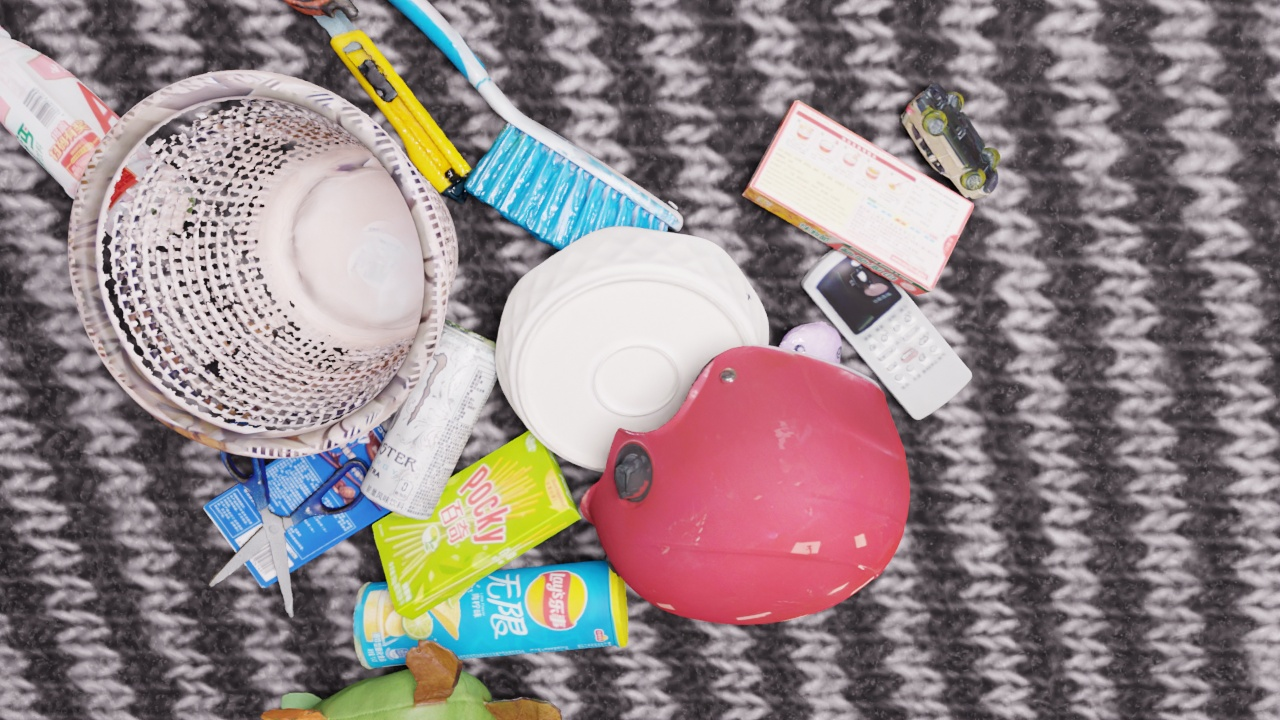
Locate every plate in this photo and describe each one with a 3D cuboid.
[{"bbox_3d":[-0.004,0.004,0.673,0.205,0.045,0.205,-2,122,-3],"label":"plate"}]

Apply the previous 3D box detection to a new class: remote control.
[{"bbox_3d":[0.191,-0.024,0.712,0.058,0.021,0.150,-41,98,8],"label":"remote control"}]

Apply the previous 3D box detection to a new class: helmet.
[{"bbox_3d":[0.079,0.114,0.641,0.241,0.143,0.206,-40,139,25],"label":"helmet"}]

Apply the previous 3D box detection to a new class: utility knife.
[{"bbox_3d":[-0.198,-0.209,0.687,0.033,0.015,0.219,-37,98,6],"label":"utility knife"}]

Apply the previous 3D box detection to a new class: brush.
[{"bbox_3d":[-0.102,-0.170,0.678,0.314,0.060,0.109,32,95,-2],"label":"brush"}]

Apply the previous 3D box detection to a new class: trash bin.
[{"bbox_3d":[-0.218,-0.068,0.622,0.227,0.192,0.227,1,101,4],"label":"trash bin"}]

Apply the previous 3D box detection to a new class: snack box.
[{"bbox_3d":[0.162,-0.119,0.680,0.156,0.027,0.077,29,81,-4],"label":"snack box"},{"bbox_3d":[-0.130,0.126,0.716,0.156,0.085,0.026,-31,142,3],"label":"snack box"},{"bbox_3d":[-0.265,0.110,0.747,0.157,0.026,0.084,-31,99,7],"label":"snack box"}]

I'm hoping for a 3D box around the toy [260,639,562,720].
[{"bbox_3d":[-0.189,0.293,0.726,0.247,0.089,0.227,-29,134,31],"label":"toy"}]

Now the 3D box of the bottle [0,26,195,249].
[{"bbox_3d":[-0.424,-0.171,0.677,0.197,0.068,0.068,44,99,-3],"label":"bottle"}]

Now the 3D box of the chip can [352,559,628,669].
[{"bbox_3d":[-0.117,0.203,0.740,0.210,0.071,0.071,-6,101,3],"label":"chip can"}]

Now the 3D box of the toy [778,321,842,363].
[{"bbox_3d":[0.121,0.021,0.710,0.083,0.039,0.108,8,105,-34],"label":"toy"}]

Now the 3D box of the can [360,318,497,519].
[{"bbox_3d":[-0.157,0.045,0.702,0.058,0.058,0.146,25,88,-4],"label":"can"}]

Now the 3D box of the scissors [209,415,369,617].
[{"bbox_3d":[-0.286,0.120,0.728,0.162,0.012,0.176,-19,100,5],"label":"scissors"}]

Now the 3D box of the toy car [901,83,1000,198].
[{"bbox_3d":[0.230,-0.158,0.675,0.090,0.035,0.042,51,54,-7],"label":"toy car"}]

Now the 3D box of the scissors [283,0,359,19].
[{"bbox_3d":[-0.271,-0.326,0.655,0.226,0.015,0.189,39,89,5],"label":"scissors"}]
